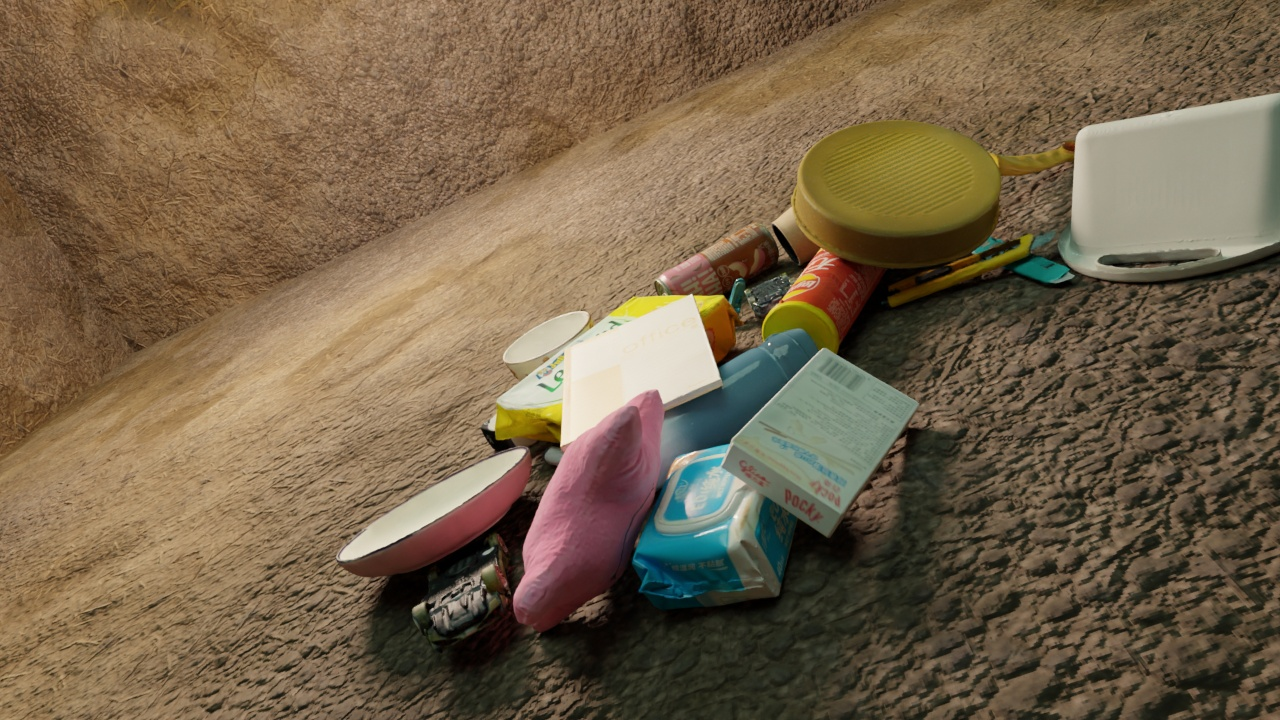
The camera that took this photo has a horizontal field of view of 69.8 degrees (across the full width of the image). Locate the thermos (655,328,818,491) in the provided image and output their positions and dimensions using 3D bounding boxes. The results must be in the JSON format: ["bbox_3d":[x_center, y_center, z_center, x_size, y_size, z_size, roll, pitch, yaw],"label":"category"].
[{"bbox_3d":[0.058,0.047,0.777,0.220,0.070,0.070,-30,22,-10],"label":"thermos"}]

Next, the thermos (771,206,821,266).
[{"bbox_3d":[0.228,-0.175,1.067,0.143,0.093,0.093,-33,21,3],"label":"thermos"}]

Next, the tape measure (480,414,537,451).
[{"bbox_3d":[-0.130,0.068,0.985,0.065,0.033,0.066,-41,25,-29],"label":"tape measure"}]

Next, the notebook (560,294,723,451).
[{"bbox_3d":[-0.005,0.005,0.835,0.146,0.010,0.206,-23,23,7],"label":"notebook"}]

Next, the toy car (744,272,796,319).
[{"bbox_3d":[0.143,-0.066,0.980,0.054,0.037,0.120,-25,11,6],"label":"toy car"}]

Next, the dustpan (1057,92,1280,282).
[{"bbox_3d":[0.488,-0.141,0.790,0.257,0.142,0.223,-5,5,-38],"label":"dustpan"}]

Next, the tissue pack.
[{"bbox_3d":[0.055,0.109,0.635,0.090,0.063,0.139,-15,24,28],"label":"tissue pack"}]

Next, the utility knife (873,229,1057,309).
[{"bbox_3d":[0.297,-0.086,0.850,0.174,0.015,0.033,-22,29,27],"label":"utility knife"}]

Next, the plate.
[{"bbox_3d":[-0.177,0.141,0.826,0.192,0.039,0.192,-27,7,4],"label":"plate"}]

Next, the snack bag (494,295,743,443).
[{"bbox_3d":[-0.019,0.014,0.933,0.245,0.068,0.158,-39,26,-32],"label":"snack bag"}]

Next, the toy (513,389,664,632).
[{"bbox_3d":[-0.030,0.104,0.657,0.194,0.074,0.179,-63,-9,-14],"label":"toy"}]

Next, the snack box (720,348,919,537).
[{"bbox_3d":[0.130,0.051,0.641,0.085,0.027,0.156,33,40,17],"label":"snack box"}]

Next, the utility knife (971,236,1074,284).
[{"bbox_3d":[0.344,-0.093,0.837,0.029,0.013,0.160,-32,21,2],"label":"utility knife"}]

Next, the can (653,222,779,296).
[{"bbox_3d":[0.092,-0.108,1.100,0.147,0.058,0.058,-30,22,-9],"label":"can"}]

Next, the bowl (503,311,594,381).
[{"bbox_3d":[-0.097,-0.003,1.071,0.113,0.062,0.113,-22,20,9],"label":"bowl"}]

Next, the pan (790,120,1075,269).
[{"bbox_3d":[0.320,-0.185,0.927,0.356,0.078,0.197,-24,48,-15],"label":"pan"}]

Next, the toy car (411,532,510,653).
[{"bbox_3d":[-0.134,0.177,0.723,0.070,0.042,0.158,-28,11,-2],"label":"toy car"}]

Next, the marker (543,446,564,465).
[{"bbox_3d":[-0.050,0.096,0.853,0.022,0.018,0.131,-15,12,-35],"label":"marker"}]

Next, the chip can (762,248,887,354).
[{"bbox_3d":[0.191,-0.075,0.891,0.073,0.073,0.215,-8,28,39],"label":"chip can"}]

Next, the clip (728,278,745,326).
[{"bbox_3d":[0.103,-0.062,0.997,0.014,0.057,0.046,13,25,-4],"label":"clip"}]
